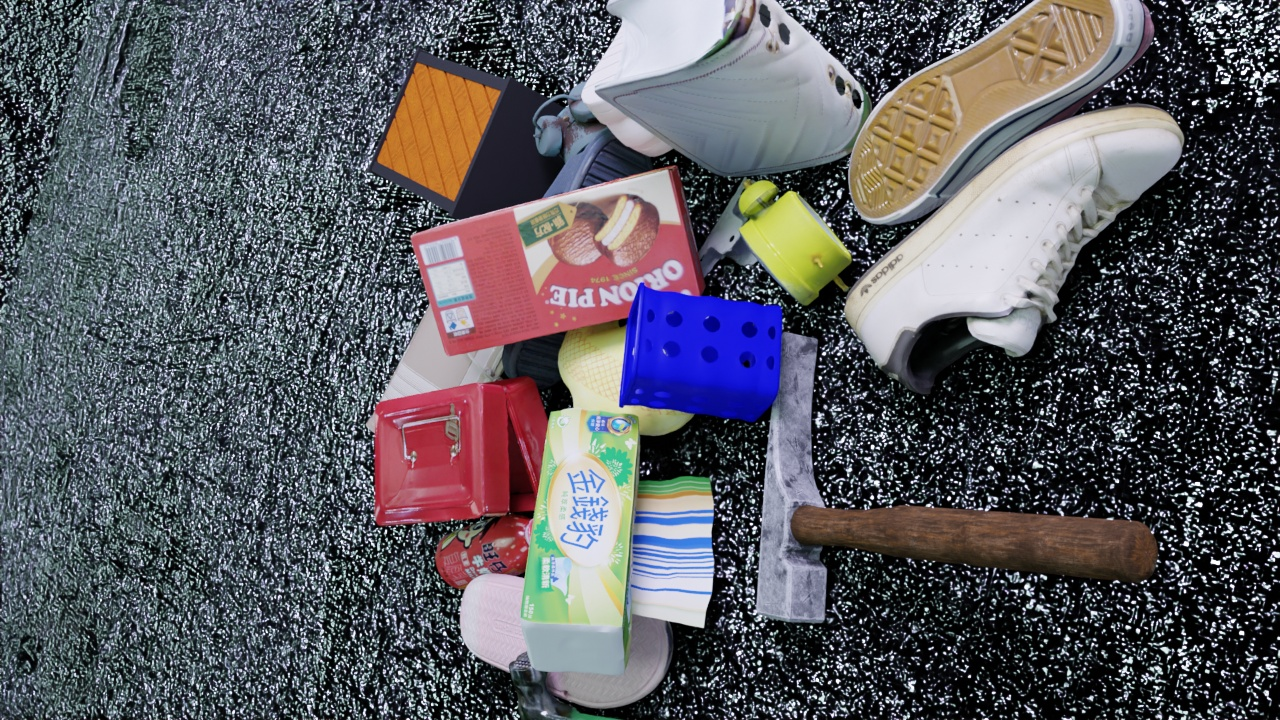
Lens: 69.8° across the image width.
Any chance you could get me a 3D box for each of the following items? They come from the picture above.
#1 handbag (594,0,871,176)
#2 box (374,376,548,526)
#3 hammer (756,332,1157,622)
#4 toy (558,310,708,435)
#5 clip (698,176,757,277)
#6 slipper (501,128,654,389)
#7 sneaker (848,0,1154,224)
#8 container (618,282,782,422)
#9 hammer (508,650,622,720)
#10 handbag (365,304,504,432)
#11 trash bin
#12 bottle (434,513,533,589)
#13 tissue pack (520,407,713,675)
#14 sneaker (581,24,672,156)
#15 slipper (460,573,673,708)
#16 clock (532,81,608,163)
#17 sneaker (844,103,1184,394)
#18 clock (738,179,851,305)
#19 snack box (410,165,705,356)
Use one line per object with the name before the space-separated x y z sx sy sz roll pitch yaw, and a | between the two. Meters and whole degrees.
handbag | 0.077 -0.224 0.723 0.142 0.198 0.096 0 77 39
box | -0.163 0.085 0.883 0.158 0.127 0.137 -8 83 36
hammer | 0.182 0.073 0.594 0.301 0.037 0.217 -12 71 60
toy | -0.005 0.005 0.824 0.170 0.064 0.155 31 86 36
clip | 0.085 -0.107 0.808 0.102 0.043 0.054 -59 38 13
slipper | -0.071 -0.100 0.890 0.082 0.101 0.264 40 111 47
sneaker | 0.247 -0.172 0.641 0.242 0.087 0.118 -33 70 54
container | 0.047 -0.004 0.729 0.085 0.113 0.085 113 163 -70
hammer | 0.039 0.299 0.707 0.320 0.032 0.130 -6 103 33
handbag | -0.182 0.050 0.977 0.198 0.062 0.176 37 103 31
trash bin | -0.160 -0.216 0.958 0.172 0.139 0.140 30 99 41
bottle | -0.132 0.179 0.884 0.138 0.062 0.062 -24 64 33
tissue pack | -0.011 0.146 0.741 0.141 0.120 0.197 3 58 2
sneaker | 0.040 -0.280 0.845 0.090 0.104 0.236 -8 46 43
slipper | -0.071 0.243 0.819 0.222 0.055 0.106 2 88 30
clock | -0.048 -0.215 0.872 0.090 0.124 0.053 -36 61 28
sneaker | 0.248 -0.062 0.605 0.242 0.088 0.102 -40 48 31
clock | 0.116 -0.099 0.733 0.057 0.083 0.119 -42 58 18
snack box | -0.069 -0.085 0.798 0.237 0.060 0.113 -12 103 13
